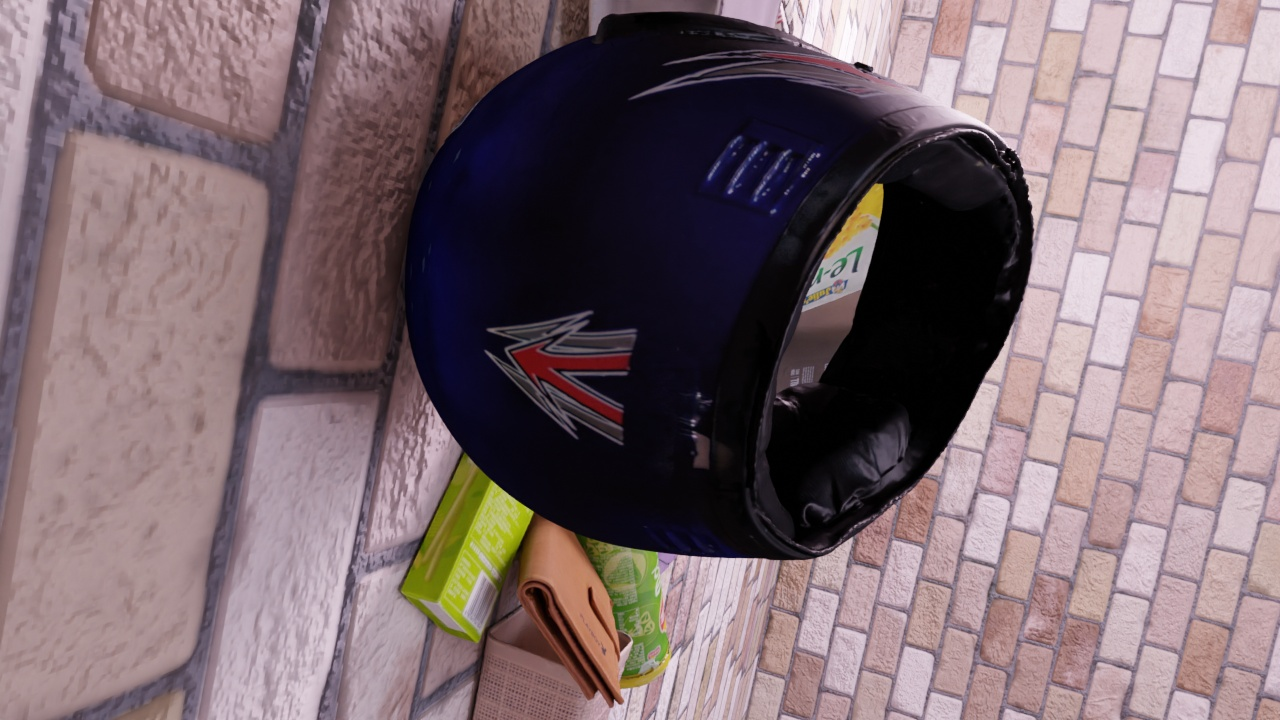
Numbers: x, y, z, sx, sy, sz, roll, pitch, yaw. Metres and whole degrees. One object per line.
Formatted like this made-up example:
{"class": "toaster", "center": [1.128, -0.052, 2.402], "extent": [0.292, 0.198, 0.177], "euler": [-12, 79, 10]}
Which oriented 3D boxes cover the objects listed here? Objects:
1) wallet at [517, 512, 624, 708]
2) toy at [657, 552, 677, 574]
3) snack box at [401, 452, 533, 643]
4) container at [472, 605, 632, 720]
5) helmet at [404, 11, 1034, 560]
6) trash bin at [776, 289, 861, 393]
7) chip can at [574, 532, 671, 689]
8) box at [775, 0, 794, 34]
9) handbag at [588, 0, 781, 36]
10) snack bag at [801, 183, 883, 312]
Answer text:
{"class": "wallet", "center": [-0.047, 0.159, 0.619], "extent": [0.108, 0.031, 0.131], "euler": [61, 4, -14]}
{"class": "toy", "center": [0.021, 0.200, 1.029], "extent": [0.107, 0.039, 0.084], "euler": [-16, 97, -70]}
{"class": "snack box", "center": [-0.092, 0.088, 0.574], "extent": [0.086, 0.026, 0.156], "euler": [76, 32, -59]}
{"class": "container", "center": [-0.069, 0.252, 0.672], "extent": [0.090, 0.090, 0.111], "euler": [-7, 112, -73]}
{"class": "helmet", "center": [0.031, -0.043, 0.467], "extent": [0.314, 0.241, 0.248], "euler": [-17, 122, -48]}
{"class": "trash bin", "center": [0.223, -0.019, 1.121], "extent": [0.198, 0.220, 0.199], "euler": [-93, 179, -45]}
{"class": "chip can", "center": [-0.021, 0.149, 0.720], "extent": [0.072, 0.073, 0.221], "euler": [-51, 139, -57]}
{"class": "box", "center": [0.106, -0.320, 0.865], "extent": [0.081, 0.075, 0.163], "euler": [-67, 166, -1]}
{"class": "handbag", "center": [0.029, -0.199, 0.633], "extent": [0.196, 0.098, 0.145], "euler": [-52, 149, -58]}
{"class": "snack bag", "center": [0.145, -0.116, 0.926], "extent": [0.158, 0.246, 0.068], "euler": [78, -11, -52]}
